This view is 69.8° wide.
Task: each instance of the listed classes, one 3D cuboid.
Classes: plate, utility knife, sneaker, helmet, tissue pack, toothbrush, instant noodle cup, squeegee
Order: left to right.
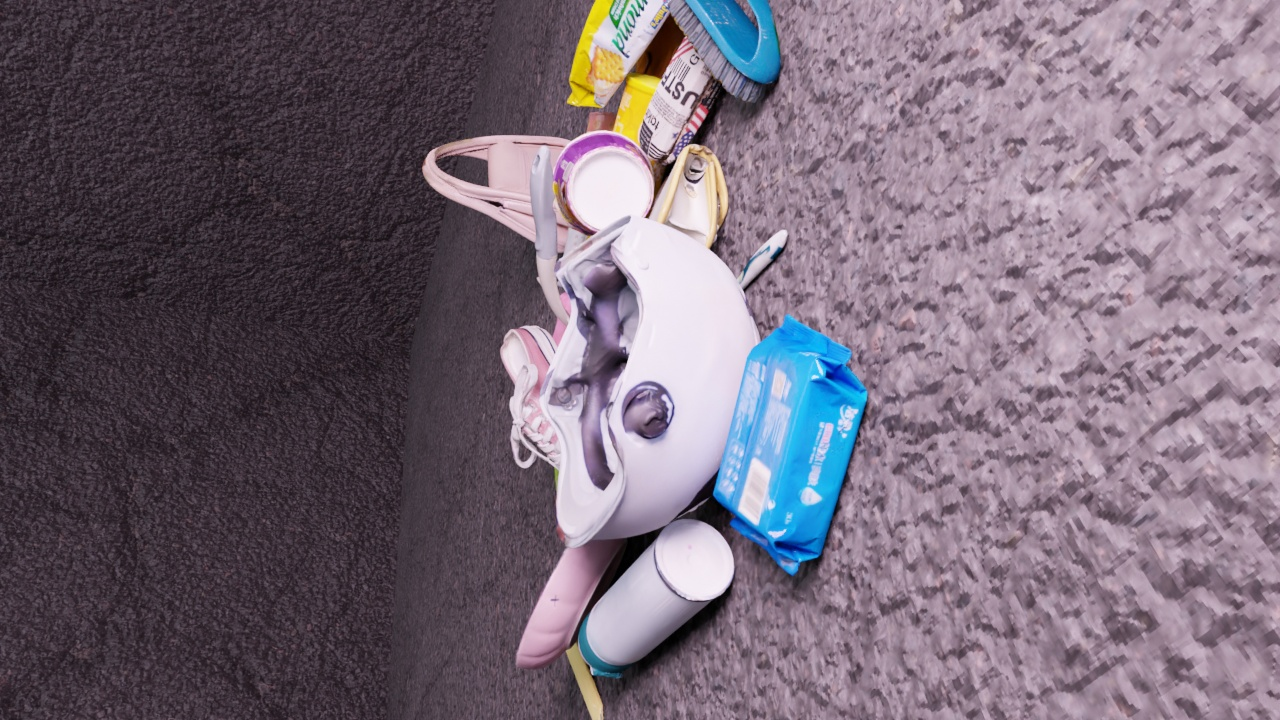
[{"bbox_3d":[-0.102,0.065,1.009,0.119,0.087,0.241,-49,63,40],"label":"sneaker"},{"bbox_3d":[-0.088,-0.105,0.937,0.246,0.039,0.247,52,159,43],"label":"squeegee"},{"bbox_3d":[-0.058,0.221,0.903,0.192,0.039,0.193,-60,-10,-18],"label":"plate"},{"bbox_3d":[-0.064,0.343,0.997,0.151,0.018,0.031,-126,44,-67],"label":"utility knife"},{"bbox_3d":[-0.033,-0.174,0.925,0.099,0.111,0.112,-119,42,-73],"label":"instant noodle cup"},{"bbox_3d":[0.014,0.019,0.730,0.229,0.145,0.258,170,104,-71],"label":"helmet"},{"bbox_3d":[0.075,-0.059,0.786,0.192,0.018,0.016,130,145,-57],"label":"toothbrush"},{"bbox_3d":[0.100,0.053,0.610,0.095,0.052,0.157,-143,64,-67],"label":"tissue pack"}]

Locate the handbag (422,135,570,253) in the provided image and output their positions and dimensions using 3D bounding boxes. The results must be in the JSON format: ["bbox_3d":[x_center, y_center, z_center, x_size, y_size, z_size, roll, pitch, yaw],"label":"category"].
[{"bbox_3d":[-0.192,-0.256,1.310,0.193,0.234,0.094,-102,30,-47],"label":"handbag"}]

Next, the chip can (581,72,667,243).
[{"bbox_3d":[-0.010,-0.203,1.016,0.072,0.072,0.214,-114,38,-58],"label":"chip can"}]

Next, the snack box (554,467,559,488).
[{"bbox_3d":[-0.084,0.125,1.140,0.156,0.026,0.086,-101,28,-45],"label":"snack box"}]

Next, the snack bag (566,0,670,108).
[{"bbox_3d":[0.002,-0.384,0.938,0.247,0.068,0.157,-42,24,51],"label":"snack bag"}]

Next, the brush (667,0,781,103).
[{"bbox_3d":[0.077,-0.292,0.790,0.074,0.055,0.143,-55,53,44],"label":"brush"}]

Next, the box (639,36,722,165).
[{"bbox_3d":[0.045,-0.270,0.888,0.165,0.064,0.074,-61,8,22],"label":"box"}]

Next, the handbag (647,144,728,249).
[{"bbox_3d":[0.034,-0.134,0.900,0.164,0.063,0.178,123,165,-48],"label":"handbag"}]

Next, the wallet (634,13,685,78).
[{"bbox_3d":[0.023,-0.347,1.058,0.119,0.035,0.130,-55,31,41],"label":"wallet"}]

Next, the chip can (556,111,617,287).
[{"bbox_3d":[-0.049,-0.190,1.121,0.071,0.071,0.215,-157,77,-71],"label":"chip can"}]

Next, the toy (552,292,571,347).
[{"bbox_3d":[-0.069,0.018,1.082,0.179,0.074,0.194,20,102,58],"label":"toy"}]

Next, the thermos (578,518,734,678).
[{"bbox_3d":[0.003,0.210,0.792,0.225,0.073,0.073,123,150,-50],"label":"thermos"}]
